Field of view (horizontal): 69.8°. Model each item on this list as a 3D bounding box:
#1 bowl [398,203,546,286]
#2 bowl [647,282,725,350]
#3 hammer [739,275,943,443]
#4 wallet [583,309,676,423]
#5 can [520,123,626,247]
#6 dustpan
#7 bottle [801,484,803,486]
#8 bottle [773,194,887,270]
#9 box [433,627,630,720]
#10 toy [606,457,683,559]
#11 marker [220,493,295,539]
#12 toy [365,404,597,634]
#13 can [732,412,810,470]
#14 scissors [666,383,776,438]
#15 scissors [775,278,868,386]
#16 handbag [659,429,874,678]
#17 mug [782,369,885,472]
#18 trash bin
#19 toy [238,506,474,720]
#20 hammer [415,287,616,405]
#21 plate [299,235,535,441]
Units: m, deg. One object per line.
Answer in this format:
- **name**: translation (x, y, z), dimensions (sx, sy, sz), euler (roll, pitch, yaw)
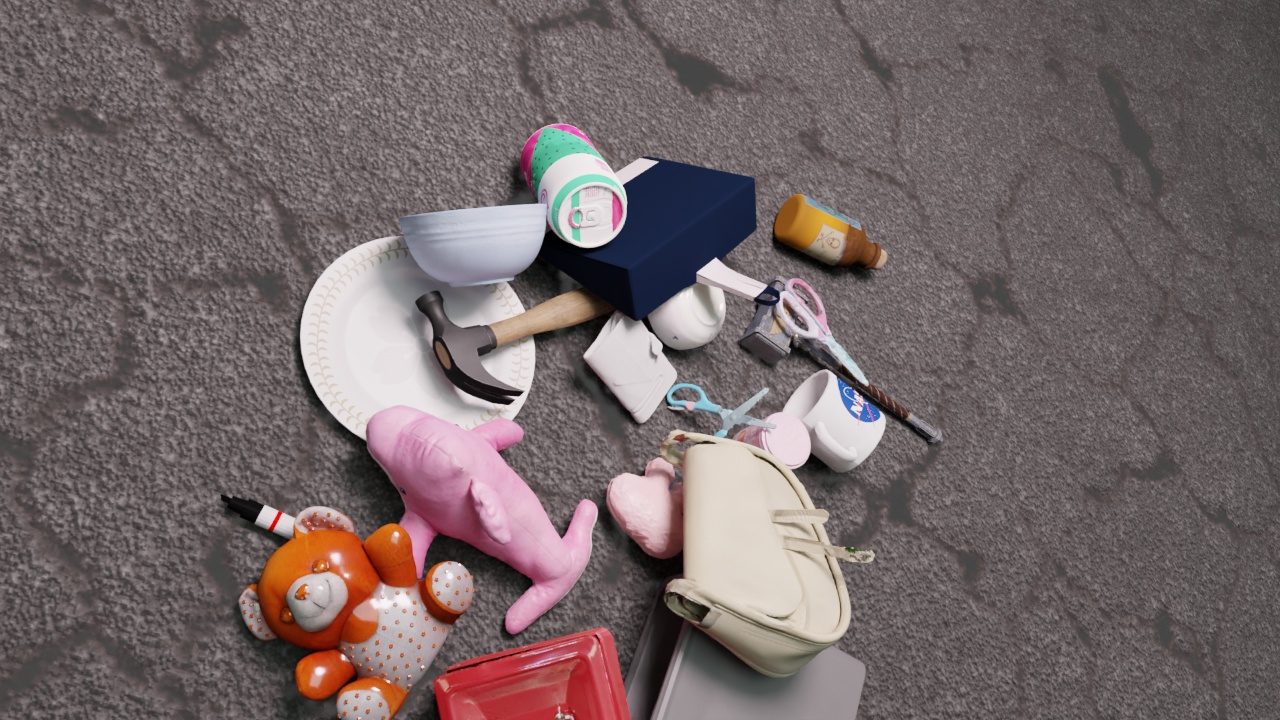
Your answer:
- **bowl**: translation (-0.166, -0.116, 0.938), dimensions (0.150, 0.151, 0.075), euler (-11, 99, -31)
- **bowl**: translation (0.060, -0.066, 1.083), dimensions (0.104, 0.054, 0.104), euler (9, 78, -42)
- **hammer**: translation (0.276, 0.021, 1.191), dimensions (0.322, 0.044, 0.098), euler (34, 59, -15)
- **wallet**: translation (-0.006, 0.006, 1.027), dimensions (0.116, 0.032, 0.086), euler (50, 59, -35)
- **can**: translation (-0.075, -0.195, 1.017), dimensions (0.088, 0.088, 0.165), euler (7, 30, -26)
- **dustpan**: translation (0.040, -0.133, 1.055), dimensions (0.235, 0.273, 0.080), euler (-39, 135, -35)
- **bottle**: translation (0.123, 0.171, 1.044), dimensions (0.146, 0.051, 0.051), euler (-13, 77, -30)
- **bottle**: translation (0.261, -0.163, 1.235), dimensions (0.157, 0.068, 0.067), euler (21, 63, -19)
- **box**: translation (-0.092, 0.319, 0.814), dimensions (0.158, 0.087, 0.129), euler (-15, 75, 4)
- **toy**: translation (0.016, 0.156, 0.997), dimensions (0.108, 0.053, 0.104), euler (49, 46, -3)
- **marker**: translation (-0.315, 0.156, 0.839), dimensions (0.145, 0.019, 0.019), euler (29, 60, -15)
- **toy**: translation (-0.146, 0.139, 0.869), dimensions (0.265, 0.128, 0.186), euler (44, 67, -20)
- **can**: translation (0.151, 0.102, 1.070), dimensions (0.067, 0.076, 0.067), euler (10, 67, -24)
- **scissors**: translation (0.086, 0.078, 1.044), dimensions (0.015, 0.136, 0.126), euler (19, 83, -62)
- **scissors**: translation (0.232, -0.027, 1.151), dimensions (0.174, 0.017, 0.076), euler (49, 52, -13)
- **handbag**: translation (0.114, 0.171, 0.903), dimensions (0.184, 0.132, 0.228), euler (21, 39, -19)
- **mug**: translation (0.231, 0.080, 1.101), dimensions (0.090, 0.091, 0.121), euler (38, 23, -10)
- **trash bin**: translation (0.101, 0.351, 0.938), dimensions (0.220, 0.098, 0.191), euler (32, 60, -15)
- **toy**: translation (-0.252, 0.217, 0.803), dimensions (0.172, 0.093, 0.163), euler (34, 81, -8)
- **hammer**: translation (-0.086, -0.048, 1.013), dimensions (0.304, 0.040, 0.132), euler (-22, 80, -39)
- **plate**: translation (-0.227, -0.016, 0.953), dimensions (0.242, 0.016, 0.242), euler (10, 67, -24)
